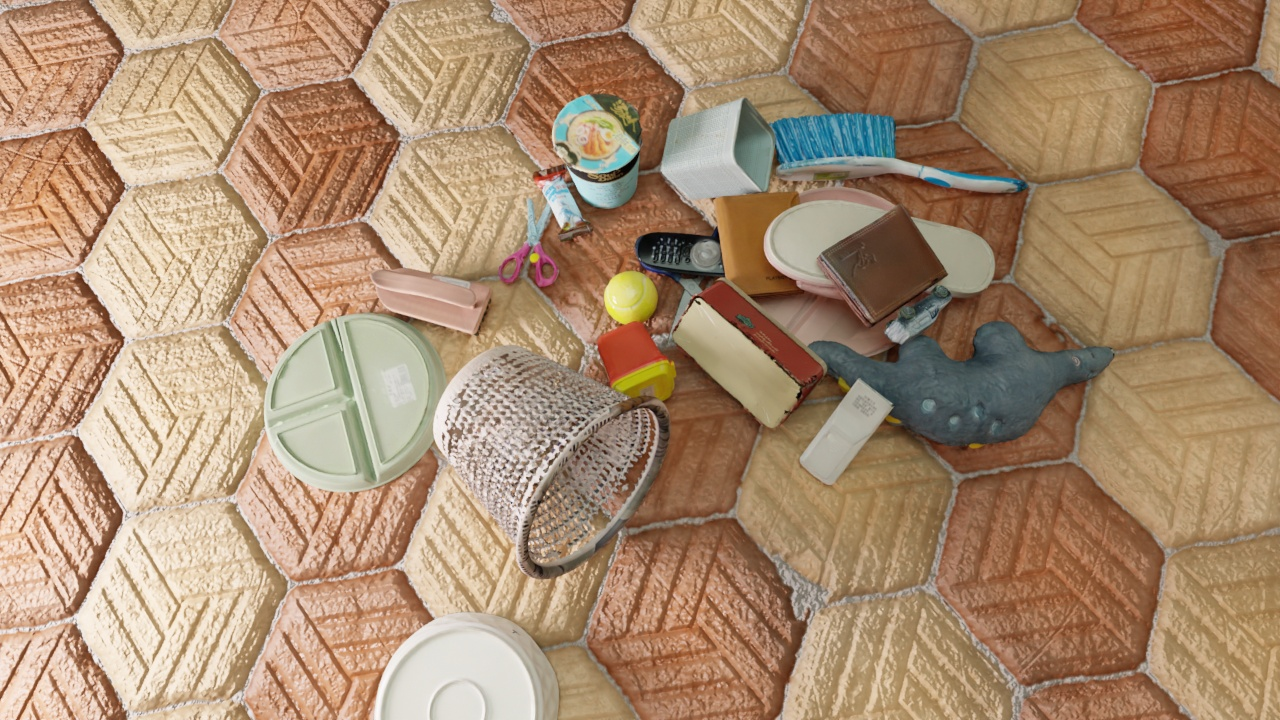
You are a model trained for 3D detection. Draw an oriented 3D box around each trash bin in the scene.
[{"bbox_3d":[-0.110,0.090,0.998,0.192,0.227,0.227,34,77,27],"label":"trash bin"}]

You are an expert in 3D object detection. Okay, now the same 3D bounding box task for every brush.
[{"bbox_3d":[-0.259,-0.080,1.127,0.146,0.073,0.063,15,74,11],"label":"brush"},{"bbox_3d":[0.319,-0.255,1.151,0.314,0.060,0.109,-3,77,2],"label":"brush"}]

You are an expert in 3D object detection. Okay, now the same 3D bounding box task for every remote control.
[{"bbox_3d":[0.064,-0.129,1.127,0.136,0.024,0.053,7,72,7],"label":"remote control"},{"bbox_3d":[0.227,0.082,1.021,0.049,0.024,0.125,38,116,16],"label":"remote control"}]

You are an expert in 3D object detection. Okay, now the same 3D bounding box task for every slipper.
[{"bbox_3d":[0.277,-0.122,1.074,0.274,0.054,0.114,5,74,-5],"label":"slipper"}]

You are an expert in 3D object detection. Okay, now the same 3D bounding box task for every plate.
[{"bbox_3d":[0.238,-0.105,1.117,0.229,0.028,0.229,-2,71,5],"label":"plate"},{"bbox_3d":[-0.350,0.045,1.117,0.230,0.027,0.230,-1,72,4],"label":"plate"},{"bbox_3d":[-0.191,0.375,0.984,0.205,0.045,0.204,-1,72,4],"label":"plate"}]

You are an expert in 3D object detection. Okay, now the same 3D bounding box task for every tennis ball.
[{"bbox_3d":[-0.011,-0.075,1.108,0.065,0.065,0.065,-1,71,4],"label":"tennis ball"}]

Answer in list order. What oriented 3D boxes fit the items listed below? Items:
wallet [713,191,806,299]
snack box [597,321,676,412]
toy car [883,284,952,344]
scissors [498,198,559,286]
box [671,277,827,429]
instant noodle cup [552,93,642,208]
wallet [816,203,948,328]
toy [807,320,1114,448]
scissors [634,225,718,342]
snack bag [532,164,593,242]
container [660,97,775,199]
[{"bbox_3d":[0.149,-0.138,1.099,0.108,0.031,0.131,-5,74,-5],"label":"wallet"},{"bbox_3d":[-0.006,0.006,1.070,0.082,0.091,0.080,-23,64,-4],"label":"snack box"},{"bbox_3d":[0.313,-0.051,1.026,0.090,0.043,0.034,-31,72,-23],"label":"toy car"},{"bbox_3d":[-0.147,-0.152,1.173,0.093,0.017,0.137,-10,66,3],"label":"scissors"},{"bbox_3d":[0.117,-0.004,1.048,0.168,0.092,0.076,43,45,14],"label":"box"},{"bbox_3d":[-0.048,-0.251,1.141,0.111,0.120,0.111,-1,71,3],"label":"instant noodle cup"},{"bbox_3d":[0.271,-0.107,1.025,0.124,0.032,0.101,-32,79,-15],"label":"wallet"},{"bbox_3d":[0.368,0.029,1.029,0.356,0.091,0.137,-2,60,-2],"label":"toy"},{"bbox_3d":[0.063,-0.104,1.140,0.176,0.012,0.162,42,80,14],"label":"scissors"},{"bbox_3d":[-0.100,-0.203,1.178,0.048,0.026,0.104,-20,70,-9],"label":"snack bag"},{"bbox_3d":[0.094,-0.256,1.132,0.112,0.090,0.089,-2,68,36],"label":"container"}]
